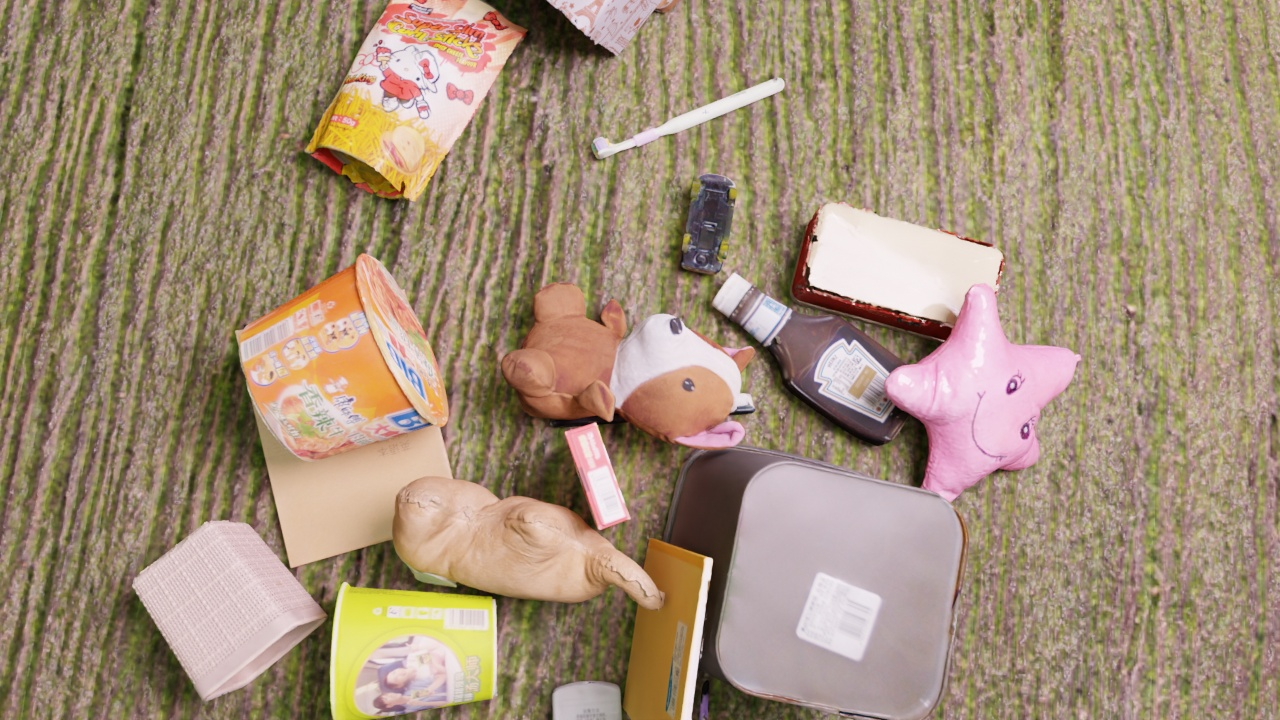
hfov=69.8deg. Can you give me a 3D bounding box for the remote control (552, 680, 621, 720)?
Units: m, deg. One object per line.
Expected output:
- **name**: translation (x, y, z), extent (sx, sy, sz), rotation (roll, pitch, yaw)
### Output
- **remote control**: translation (-0.042, 0.343, 0.757), extent (0.058, 0.021, 0.150), rotation (-2, 82, -2)

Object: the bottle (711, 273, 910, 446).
- **bottle**: translation (0.151, -0.007, 0.804), extent (0.195, 0.044, 0.079), rotation (36, 79, 4)

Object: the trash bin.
- **trash bin**: translation (0.122, 0.165, 0.691), extent (0.199, 0.220, 0.198), rotation (12, 82, -2)

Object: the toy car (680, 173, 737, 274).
- **toy car**: translation (0.060, -0.122, 0.820), extent (0.042, 0.035, 0.090), rotation (11, 81, -2)

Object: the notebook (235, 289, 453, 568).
- **notebook**: translation (-0.252, 0.055, 0.796), extent (0.149, 0.012, 0.211), rotation (-15, 83, -6)

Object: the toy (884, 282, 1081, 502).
- **toy**: translation (0.289, 0.025, 0.764), extent (0.178, 0.074, 0.195), rotation (-27, 117, -9)

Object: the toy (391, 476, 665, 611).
- **toy**: translation (-0.085, 0.151, 0.719), extent (0.226, 0.143, 0.082), rotation (12, 70, 11)

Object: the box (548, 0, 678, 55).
- **box**: translation (-0.033, -0.396, 0.789), extent (0.205, 0.157, 0.181), rotation (-45, 86, 12)

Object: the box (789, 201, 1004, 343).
- **box**: translation (0.224, -0.078, 0.800), extent (0.168, 0.077, 0.091), rotation (15, 82, -1)

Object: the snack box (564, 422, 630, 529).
- **snack box**: translation (-0.035, 0.093, 0.726), extent (0.025, 0.153, 0.075), rotation (-19, 83, -6)

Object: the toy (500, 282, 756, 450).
- **toy**: translation (-0.004, 0.004, 0.754), extent (0.199, 0.131, 0.139), rotation (18, 50, 1)

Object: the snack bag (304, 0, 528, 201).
- **snack bag**: translation (-0.202, -0.247, 0.821), extent (0.128, 0.073, 0.207), rotation (25, 74, 2)

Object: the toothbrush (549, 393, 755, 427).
- **toothbrush**: translation (0.011, 0.046, 0.805), extent (0.181, 0.016, 0.018), rotation (-6, 76, -4)

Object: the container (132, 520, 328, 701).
- **container**: translation (-0.329, 0.194, 0.735), extent (0.090, 0.090, 0.111), rotation (-39, 82, -7)

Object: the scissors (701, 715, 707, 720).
- **scissors**: translation (0.065, 0.325, 0.713), extent (0.163, 0.014, 0.166), rotation (2, 118, -36)

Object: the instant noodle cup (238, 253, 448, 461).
- **instant noodle cup**: translation (-0.236, 0.005, 0.730), extent (0.111, 0.151, 0.151), rotation (-24, 83, 0)

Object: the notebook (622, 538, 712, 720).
- **notebook**: translation (0.016, 0.211, 0.685), extent (0.010, 0.206, 0.145), rotation (10, 81, -8)

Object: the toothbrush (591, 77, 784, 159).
- **toothbrush**: translation (0.046, -0.224, 0.843), extent (0.189, 0.029, 0.020), rotation (-21, 125, -6)

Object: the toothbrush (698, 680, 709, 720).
- **toothbrush**: translation (0.044, 0.311, 0.714), extent (0.017, 0.189, 0.014), rotation (20, 37, 28)

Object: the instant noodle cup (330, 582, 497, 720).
- **instant noodle cup**: translation (-0.176, 0.232, 0.730), extent (0.123, 0.112, 0.111), rotation (1, 82, -11)
